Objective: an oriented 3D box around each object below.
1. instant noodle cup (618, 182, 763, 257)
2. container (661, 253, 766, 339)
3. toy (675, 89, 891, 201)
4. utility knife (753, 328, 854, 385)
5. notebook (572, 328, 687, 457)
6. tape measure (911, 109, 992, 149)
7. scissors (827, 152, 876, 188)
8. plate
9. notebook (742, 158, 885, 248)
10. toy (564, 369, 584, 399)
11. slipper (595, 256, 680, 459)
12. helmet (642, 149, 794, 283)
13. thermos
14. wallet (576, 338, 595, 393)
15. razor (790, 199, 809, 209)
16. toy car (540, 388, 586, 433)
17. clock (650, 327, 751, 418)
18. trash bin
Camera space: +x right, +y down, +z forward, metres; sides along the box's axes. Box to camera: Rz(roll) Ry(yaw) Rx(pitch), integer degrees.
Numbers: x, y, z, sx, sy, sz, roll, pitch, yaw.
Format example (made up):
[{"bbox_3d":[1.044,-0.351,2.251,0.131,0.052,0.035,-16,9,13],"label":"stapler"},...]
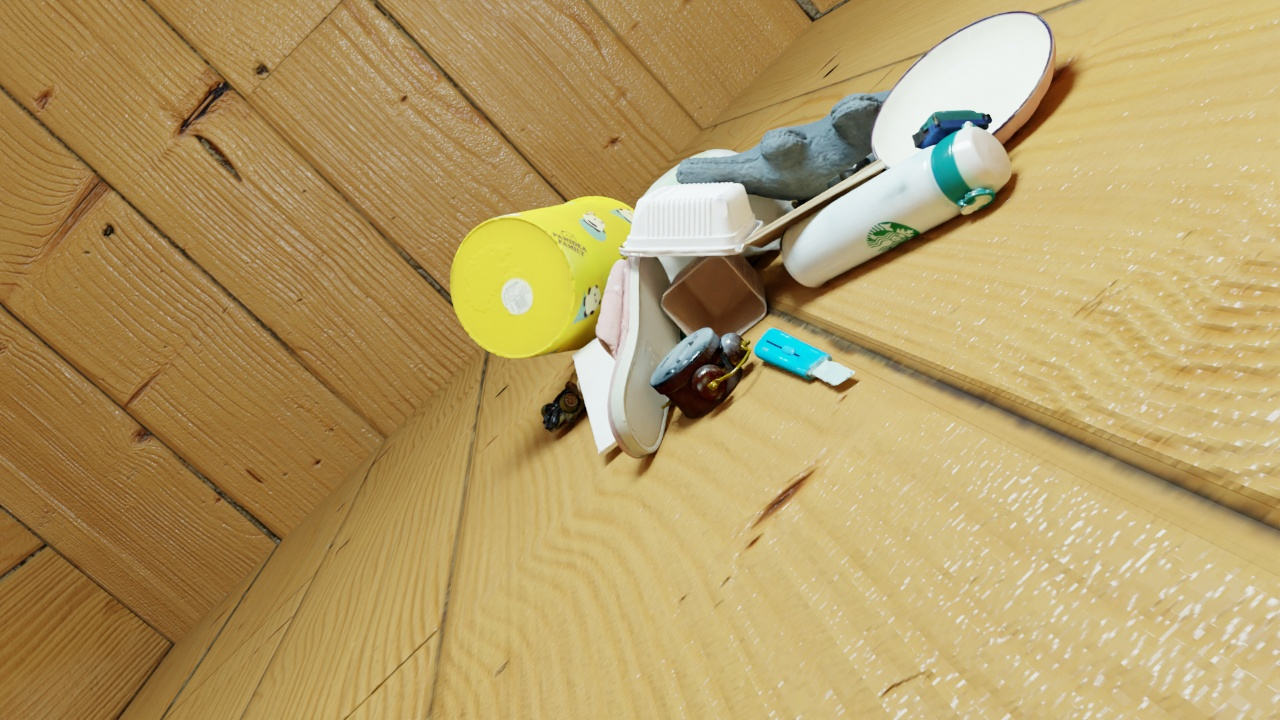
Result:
[{"bbox_3d":[0.058,-0.161,1.024,0.138,0.060,0.173,1,17,16],"label":"instant noodle cup"},{"bbox_3d":[0.086,-0.078,1.036,0.090,0.090,0.110,-40,11,20],"label":"container"},{"bbox_3d":[0.222,-0.253,1.063,0.357,0.138,0.091,-20,57,23],"label":"toy"},{"bbox_3d":[0.139,-0.002,0.789,0.034,0.018,0.202,-44,14,-1],"label":"utility knife"},{"bbox_3d":[-0.006,0.006,1.070,0.150,0.012,0.209,-37,31,11],"label":"notebook"},{"bbox_3d":[0.271,-0.201,0.807,0.058,0.025,0.055,-5,-14,-14],"label":"tape measure"},{"bbox_3d":[0.280,-0.230,0.981,0.174,0.014,0.142,-29,0,25],"label":"scissors"},{"bbox_3d":[0.316,-0.251,0.894,0.193,0.039,0.192,-36,34,29],"label":"plate"},{"bbox_3d":[0.183,-0.160,0.968,0.150,0.012,0.211,-30,0,13],"label":"notebook"},{"bbox_3d":[-0.031,-0.004,1.236,0.157,0.066,0.105,-41,27,-18],"label":"toy"},{"bbox_3d":[-0.007,-0.012,0.980,0.055,0.114,0.273,-17,45,25],"label":"slipper"},{"bbox_3d":[0.083,-0.197,1.228,0.230,0.146,0.257,-28,18,30],"label":"helmet"},{"bbox_3d":[0.226,-0.134,0.831,0.225,0.073,0.073,-27,21,51],"label":"thermos"},{"bbox_3d":[-0.020,-0.003,1.143,0.115,0.033,0.090,-13,45,31],"label":"wallet"},{"bbox_3d":[0.252,-0.256,1.164,0.167,0.062,0.067,-50,45,0],"label":"razor"},{"bbox_3d":[-0.083,0.039,1.287,0.070,0.042,0.157,-25,24,55],"label":"toy car"},{"bbox_3d":[0.062,0.011,0.900,0.081,0.055,0.122,-52,15,-32],"label":"clock"},{"bbox_3d":[-0.115,-0.112,1.273,0.230,0.229,0.254,-39,-7,24],"label":"trash bin"}]
